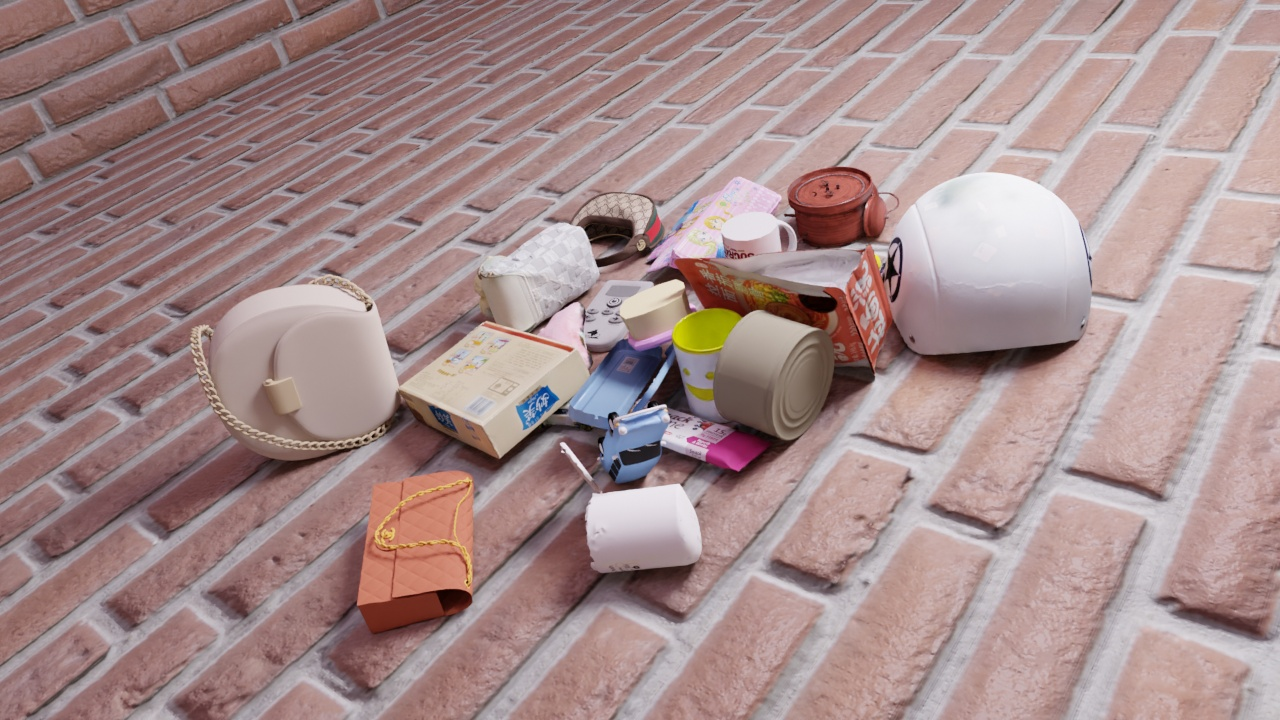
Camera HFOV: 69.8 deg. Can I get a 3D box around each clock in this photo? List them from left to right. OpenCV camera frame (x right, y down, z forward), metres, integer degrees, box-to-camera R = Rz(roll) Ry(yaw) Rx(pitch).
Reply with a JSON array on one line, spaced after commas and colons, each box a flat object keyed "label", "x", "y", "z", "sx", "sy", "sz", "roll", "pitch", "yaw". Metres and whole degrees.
[{"label": "clock", "x": 0.287, "y": -0.219, "z": 1.304, "sx": 0.158, "sy": 0.072, "sz": 0.120, "roll": -12, "pitch": 36, "yaw": 6}]

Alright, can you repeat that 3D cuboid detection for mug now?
[{"label": "mug", "x": 0.085, "y": 0.006, "z": 1.041, "sx": 0.082, "sy": 0.106, "sz": 0.082, "roll": -10, "pitch": 36, "yaw": 7}, {"label": "mug", "x": 0.165, "y": -0.148, "z": 1.236, "sx": 0.105, "sy": 0.090, "sz": 0.073, "roll": -27, "pitch": 37, "yaw": -16}]

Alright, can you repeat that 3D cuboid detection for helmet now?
[{"label": "helmet", "x": 0.400, "y": -0.133, "z": 1.070, "sx": 0.237, "sy": 0.164, "sz": 0.263, "roll": -3, "pitch": 36, "yaw": 15}]

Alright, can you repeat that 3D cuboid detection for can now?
[{"label": "can", "x": 0.145, "y": 0.016, "z": 0.989, "sx": 0.073, "sy": 0.128, "sz": 0.127, "roll": 21, "pitch": 48, "yaw": 36}]

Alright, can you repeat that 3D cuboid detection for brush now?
[{"label": "brush", "x": 0.020, "y": -0.070, "z": 1.160, "sx": 0.089, "sy": 0.043, "sz": 0.228, "roll": -22, "pitch": 16, "yaw": 5}]

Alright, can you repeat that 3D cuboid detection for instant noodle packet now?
[{"label": "instant noodle packet", "x": 0.162, "y": -0.067, "z": 1.054, "sx": 0.221, "sy": 0.164, "sz": 0.083, "roll": 10, "pitch": 67, "yaw": 30}]

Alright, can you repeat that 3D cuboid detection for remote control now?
[{"label": "remote control", "x": -0.041, "y": -0.064, "z": 1.258, "sx": 0.074, "sy": 0.019, "sz": 0.150, "roll": 5, "pitch": 40, "yaw": 26}]

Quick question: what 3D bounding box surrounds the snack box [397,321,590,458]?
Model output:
[{"label": "snack box", "x": -0.181, "y": 0.029, "z": 1.122, "sx": 0.153, "sy": 0.055, "sz": 0.208, "roll": -41, "pitch": 34, "yaw": -27}]

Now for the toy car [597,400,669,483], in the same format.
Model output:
[{"label": "toy car", "x": -0.007, "y": 0.087, "z": 0.949, "sx": 0.056, "sy": 0.154, "sz": 0.054, "roll": -15, "pitch": 71, "yaw": -15}]

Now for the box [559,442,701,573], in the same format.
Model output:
[{"label": "box", "x": -0.014, "y": 0.138, "z": 0.905, "sx": 0.137, "sy": 0.083, "sz": 0.143, "roll": -10, "pitch": 62, "yaw": 9}]

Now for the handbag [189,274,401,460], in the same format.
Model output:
[{"label": "handbag", "x": -0.413, "y": 0.012, "z": 1.124, "sx": 0.208, "sy": 0.211, "sz": 0.103, "roll": -17, "pitch": 34, "yaw": -16}]

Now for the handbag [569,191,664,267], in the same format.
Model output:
[{"label": "handbag", "x": -0.050, "y": -0.196, "z": 1.411, "sx": 0.167, "sy": 0.063, "sz": 0.138, "roll": 14, "pitch": 53, "yaw": 38}]

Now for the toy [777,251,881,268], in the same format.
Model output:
[{"label": "toy", "x": 0.226, "y": -0.092, "z": 1.142, "sx": 0.131, "sy": 0.097, "sz": 0.124, "roll": 8, "pitch": 52, "yaw": 8}]

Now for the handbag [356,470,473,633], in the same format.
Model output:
[{"label": "handbag", "x": -0.228, "y": 0.187, "z": 0.955, "sx": 0.109, "sy": 0.060, "sz": 0.171, "roll": -11, "pitch": 35, "yaw": -2}]

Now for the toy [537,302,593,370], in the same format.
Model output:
[{"label": "toy", "x": -0.103, "y": -0.019, "z": 1.187, "sx": 0.093, "sy": 0.050, "sz": 0.102, "roll": -27, "pitch": 55, "yaw": 26}]

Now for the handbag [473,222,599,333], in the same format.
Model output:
[{"label": "handbag", "x": -0.150, "y": -0.120, "z": 1.298, "sx": 0.171, "sy": 0.112, "sz": 0.123, "roll": -36, "pitch": 34, "yaw": -27}]

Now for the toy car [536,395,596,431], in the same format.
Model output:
[{"label": "toy car", "x": -0.086, "y": 0.057, "z": 1.100, "sx": 0.106, "sy": 0.033, "sz": 0.047, "roll": 0, "pitch": 40, "yaw": 22}]

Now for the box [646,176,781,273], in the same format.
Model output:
[{"label": "box", "x": 0.097, "y": -0.196, "z": 1.352, "sx": 0.159, "sy": 0.066, "sz": 0.229, "roll": 9, "pitch": 42, "yaw": 30}]

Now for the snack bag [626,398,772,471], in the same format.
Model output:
[{"label": "snack bag", "x": 0.045, "y": 0.078, "z": 1.024, "sx": 0.197, "sy": 0.016, "sz": 0.070, "roll": 17, "pitch": 30, "yaw": 36}]

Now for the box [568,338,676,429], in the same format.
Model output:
[{"label": "box", "x": -0.002, "y": 0.018, "z": 1.074, "sx": 0.121, "sy": 0.049, "sz": 0.209, "roll": -15, "pitch": 19, "yaw": 23}]
